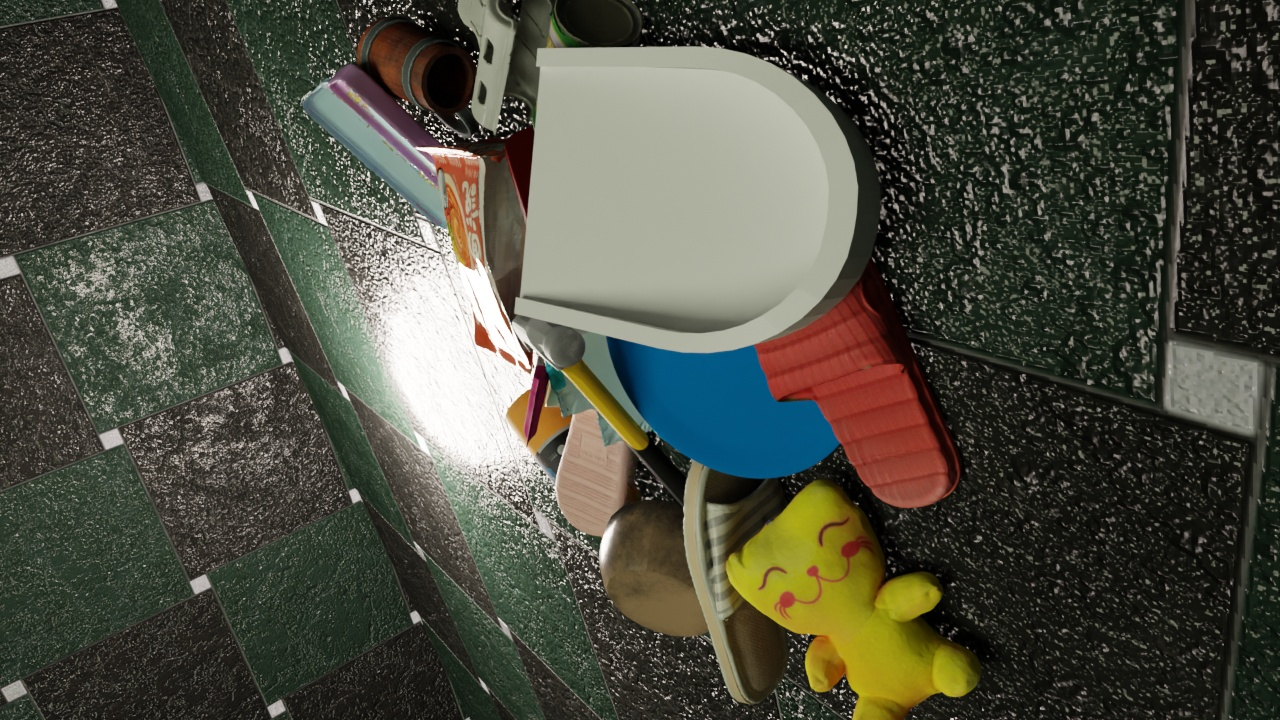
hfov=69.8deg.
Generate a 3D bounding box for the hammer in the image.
[{"bbox_3d":[-0.002,0.069,0.801,0.323,0.029,0.127,51,170,-32],"label":"hammer"}]

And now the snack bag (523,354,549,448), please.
[{"bbox_3d":[-0.097,0.007,0.917,0.196,0.016,0.070,-90,13,-63],"label":"snack bag"}]

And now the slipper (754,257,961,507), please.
[{"bbox_3d":[0.132,0.003,0.624,0.104,0.059,0.249,-27,97,46],"label":"slipper"}]

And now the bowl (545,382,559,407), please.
[{"bbox_3d":[-0.045,-0.003,0.915,0.074,0.117,0.118,14,150,-7],"label":"bowl"}]

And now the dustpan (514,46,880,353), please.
[{"bbox_3d":[0.020,-0.104,0.597,0.258,0.053,0.191,12,102,27],"label":"dustpan"}]

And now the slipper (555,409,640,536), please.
[{"bbox_3d":[-0.030,0.098,1.008,0.093,0.081,0.197,23,113,30],"label":"slipper"}]

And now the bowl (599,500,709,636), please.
[{"bbox_3d":[0.031,0.222,0.947,0.162,0.070,0.162,13,137,13],"label":"bowl"}]

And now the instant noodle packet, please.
[{"bbox_3d":[-0.148,-0.107,0.919,0.164,0.083,0.221,24,123,56],"label":"instant noodle packet"}]

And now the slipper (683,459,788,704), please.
[{"bbox_3d":[0.099,0.195,0.832,0.054,0.114,0.273,12,119,47],"label":"slipper"}]

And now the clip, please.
[{"bbox_3d":[-0.123,-0.268,0.789,0.151,0.105,0.127,44,148,8],"label":"clip"}]

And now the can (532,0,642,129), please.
[{"bbox_3d":[-0.043,-0.220,0.711,0.067,0.067,0.121,51,152,15],"label":"can"}]

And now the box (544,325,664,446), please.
[{"bbox_3d":[0.001,-0.009,0.836,0.168,0.086,0.227,3,128,17],"label":"box"}]

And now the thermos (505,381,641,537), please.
[{"bbox_3d":[-0.062,0.133,1.106,0.232,0.091,0.076,49,123,19],"label":"thermos"}]

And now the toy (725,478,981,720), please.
[{"bbox_3d":[0.175,0.196,0.741,0.194,0.087,0.135,48,109,14],"label":"toy"}]

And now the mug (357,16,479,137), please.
[{"bbox_3d":[-0.219,-0.287,0.945,0.111,0.081,0.117,32,161,36],"label":"mug"}]

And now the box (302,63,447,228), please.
[{"bbox_3d":[-0.263,-0.229,1.012,0.214,0.040,0.152,43,154,-29],"label":"box"}]

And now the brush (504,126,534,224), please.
[{"bbox_3d":[-0.059,-0.137,0.754,0.173,0.082,0.042,-111,11,-45],"label":"brush"}]

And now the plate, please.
[{"bbox_3d":[0.071,-0.012,0.719,0.225,0.024,0.225,16,121,28],"label":"plate"}]
